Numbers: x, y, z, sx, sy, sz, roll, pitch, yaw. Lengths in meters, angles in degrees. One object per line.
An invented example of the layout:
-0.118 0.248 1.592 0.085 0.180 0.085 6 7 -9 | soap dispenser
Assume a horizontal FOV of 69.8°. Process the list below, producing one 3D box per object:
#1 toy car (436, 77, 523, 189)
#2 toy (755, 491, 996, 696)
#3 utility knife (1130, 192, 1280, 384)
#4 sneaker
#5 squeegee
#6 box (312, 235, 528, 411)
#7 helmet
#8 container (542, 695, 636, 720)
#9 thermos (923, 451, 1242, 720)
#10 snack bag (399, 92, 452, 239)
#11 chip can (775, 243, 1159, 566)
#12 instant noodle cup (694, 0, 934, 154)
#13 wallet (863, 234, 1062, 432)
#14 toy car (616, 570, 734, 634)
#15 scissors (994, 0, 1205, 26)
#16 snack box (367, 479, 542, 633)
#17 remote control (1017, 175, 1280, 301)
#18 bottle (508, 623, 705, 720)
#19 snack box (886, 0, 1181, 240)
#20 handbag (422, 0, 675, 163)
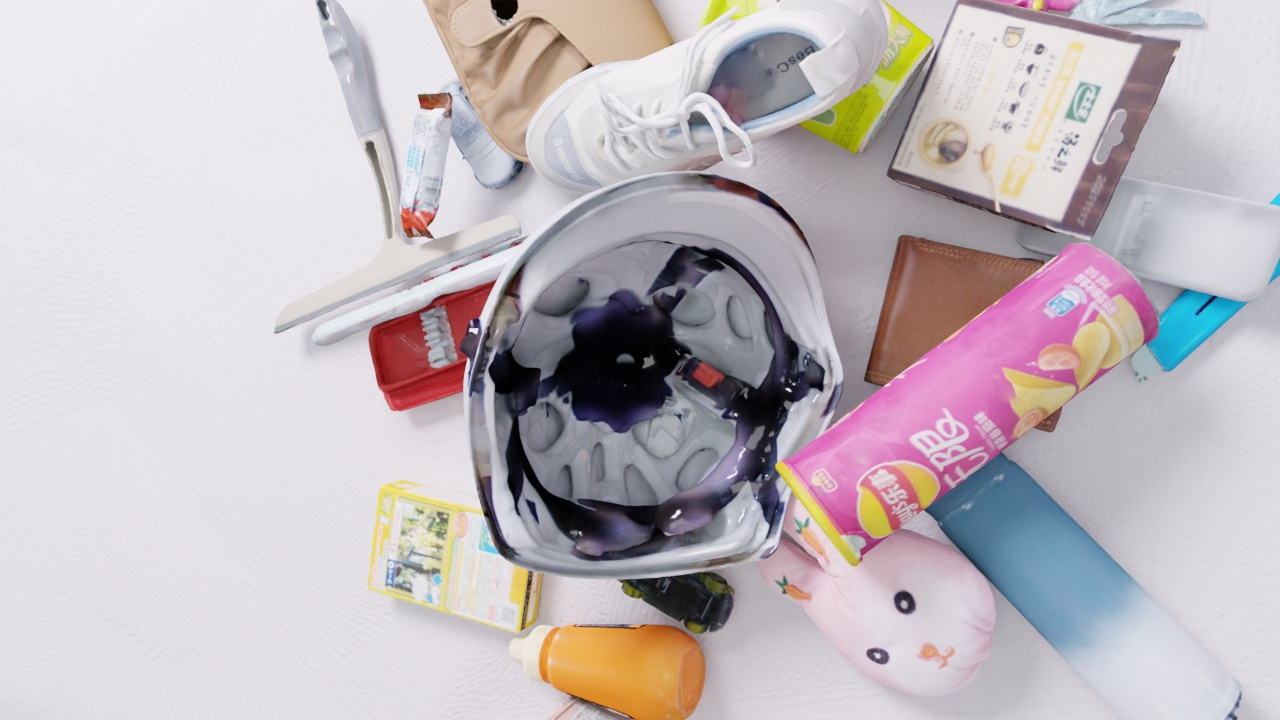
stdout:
-0.124 -0.172 0.694 0.043 0.034 0.090 -35 82 14 | toy car
0.146 0.148 0.589 0.159 0.054 0.121 28 127 25 | toy
0.347 -0.048 0.534 0.034 0.018 0.159 43 107 13 | utility knife
0.022 -0.140 0.535 0.243 0.090 0.089 -14 120 35 | sneaker
-0.216 -0.172 0.725 0.247 0.039 0.246 -18 84 24 | squeegee
-0.133 -0.029 0.666 0.202 0.101 0.095 -19 85 20 | box
-0.003 0.003 0.581 0.228 0.146 0.259 -1 108 -17 | helmet
-0.044 0.309 0.655 0.090 0.090 0.111 24 97 18 | container
0.250 0.127 0.552 0.070 0.070 0.220 -45 77 16 | thermos
-0.154 -0.139 0.659 0.048 0.026 0.104 15 97 47 | snack bag
0.180 0.024 0.515 0.210 0.071 0.071 -38 79 2 | chip can
0.110 -0.193 0.574 0.123 0.111 0.112 36 103 7 | instant noodle cup
0.212 -0.019 0.579 0.125 0.032 0.101 16 94 18 | wallet
0.025 0.157 0.650 0.090 0.035 0.042 27 102 17 | toy car
0.270 -0.202 0.559 0.138 0.017 0.083 12 95 16 | scissors
-0.143 0.150 0.713 0.140 0.033 0.087 9 95 18 | snack box
0.297 -0.077 0.541 0.136 0.020 0.056 20 99 28 | remote control
-0.030 0.218 0.661 0.150 0.066 0.067 0 92 28 | bottle
0.226 -0.141 0.537 0.126 0.053 0.113 26 105 25 | snack box
-0.071 -0.243 0.636 0.148 0.099 0.204 -27 88 21 | handbag
